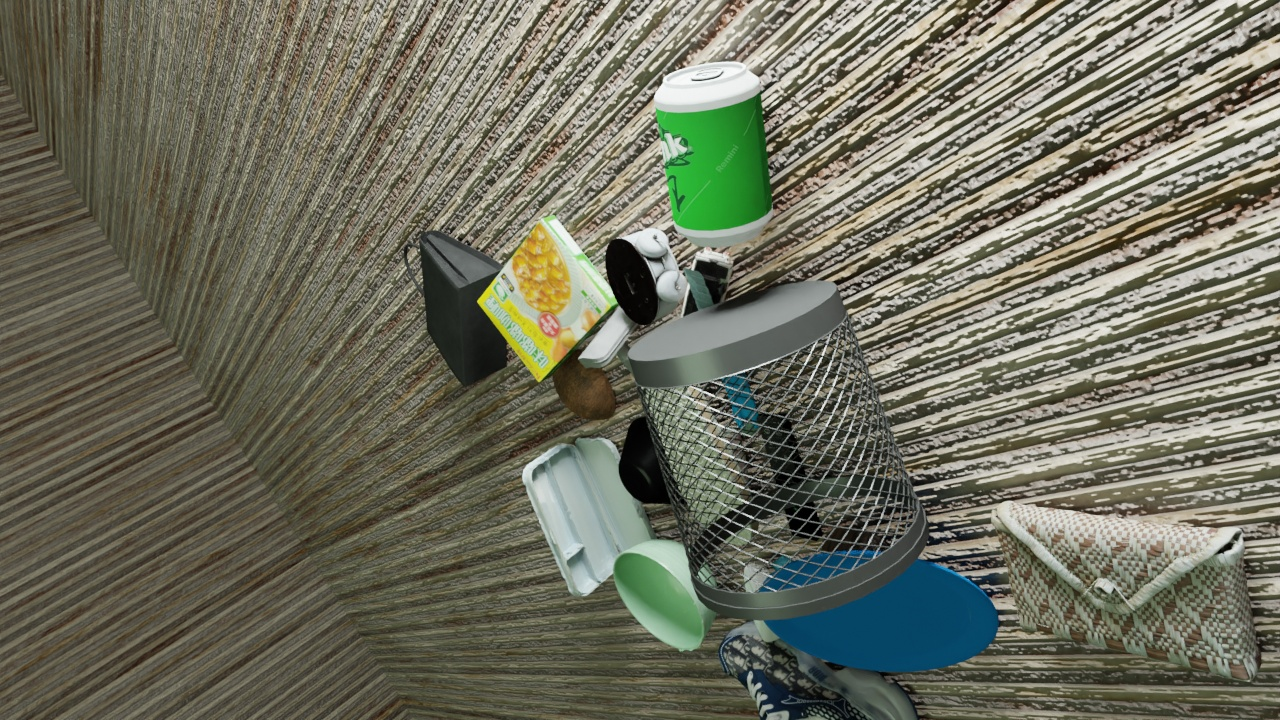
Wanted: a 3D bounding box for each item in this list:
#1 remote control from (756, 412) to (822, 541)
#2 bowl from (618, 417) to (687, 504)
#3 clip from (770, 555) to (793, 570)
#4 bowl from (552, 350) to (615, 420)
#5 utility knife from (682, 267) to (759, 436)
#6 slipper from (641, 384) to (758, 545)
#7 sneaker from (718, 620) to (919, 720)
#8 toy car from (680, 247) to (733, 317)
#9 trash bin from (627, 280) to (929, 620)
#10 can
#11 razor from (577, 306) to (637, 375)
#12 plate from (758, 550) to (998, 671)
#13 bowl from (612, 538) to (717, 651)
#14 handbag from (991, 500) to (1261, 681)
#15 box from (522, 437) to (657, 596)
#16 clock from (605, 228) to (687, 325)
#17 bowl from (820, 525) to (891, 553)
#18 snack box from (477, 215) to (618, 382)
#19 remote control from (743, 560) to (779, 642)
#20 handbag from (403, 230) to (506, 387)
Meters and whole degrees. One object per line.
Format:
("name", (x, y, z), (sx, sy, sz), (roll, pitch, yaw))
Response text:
("remote control", (0.157, 0.123, 0.966), (0.034, 0.013, 0.150), (4, 120, 49))
("bowl", (0.011, 0.136, 1.117), (0.124, 0.052, 0.124), (30, 137, 33))
("clip", (0.183, 0.261, 1.022), (0.120, 0.033, 0.122), (63, 156, 8))
("bowl", (-0.081, 0.037, 1.172), (0.114, 0.026, 0.102), (-1, 116, 50))
("utility knife", (0.083, -0.003, 0.921), (0.031, 0.015, 0.220), (-7, 125, 25))
("slipper", (0.066, 0.088, 1.016), (0.115, 0.052, 0.263), (2, 122, 52))
("sneaker", (0.175, 0.399, 1.058), (0.270, 0.132, 0.103), (13, 128, 46))
("toy car", (0.064, -0.062, 0.912), (0.039, 0.038, 0.113), (16, 136, 5))
("trash bin", (0.115, 0.069, 0.810), (0.218, 0.217, 0.227), (-5, 109, 52))
("can", (0.064, -0.174, 0.781), (0.088, 0.087, 0.140), (18, 130, 42))
("razor", (-0.006, 0.006, 1.033), (0.047, 0.088, 0.116), (-1, 135, 50))
("plate", (0.227, 0.240, 0.891), (0.224, 0.024, 0.225), (9, 138, 8))
("bowl", (0.043, 0.287, 1.173), (0.151, 0.076, 0.151), (28, 136, 31))
("handbag", (0.373, 0.177, 0.722), (0.186, 0.046, 0.124), (0, 118, 50))
("box", (-0.067, 0.213, 1.227), (0.129, 0.104, 0.210), (-10, 109, 49))
("clock", (0.008, -0.089, 0.943), (0.123, 0.035, 0.094), (-24, 89, 63))
("bowl", (0.229, 0.230, 0.948), (0.119, 0.032, 0.119), (30, 137, 33))
("snack box", (-0.113, -0.070, 1.094), (0.132, 0.027, 0.168), (52, 130, 7))
("remote control", (0.143, 0.279, 1.064), (0.060, 0.028, 0.114), (-114, 7, -48))
("handbag", (-0.273, -0.094, 1.271), (0.196, 0.072, 0.176), (39, 142, 30))
